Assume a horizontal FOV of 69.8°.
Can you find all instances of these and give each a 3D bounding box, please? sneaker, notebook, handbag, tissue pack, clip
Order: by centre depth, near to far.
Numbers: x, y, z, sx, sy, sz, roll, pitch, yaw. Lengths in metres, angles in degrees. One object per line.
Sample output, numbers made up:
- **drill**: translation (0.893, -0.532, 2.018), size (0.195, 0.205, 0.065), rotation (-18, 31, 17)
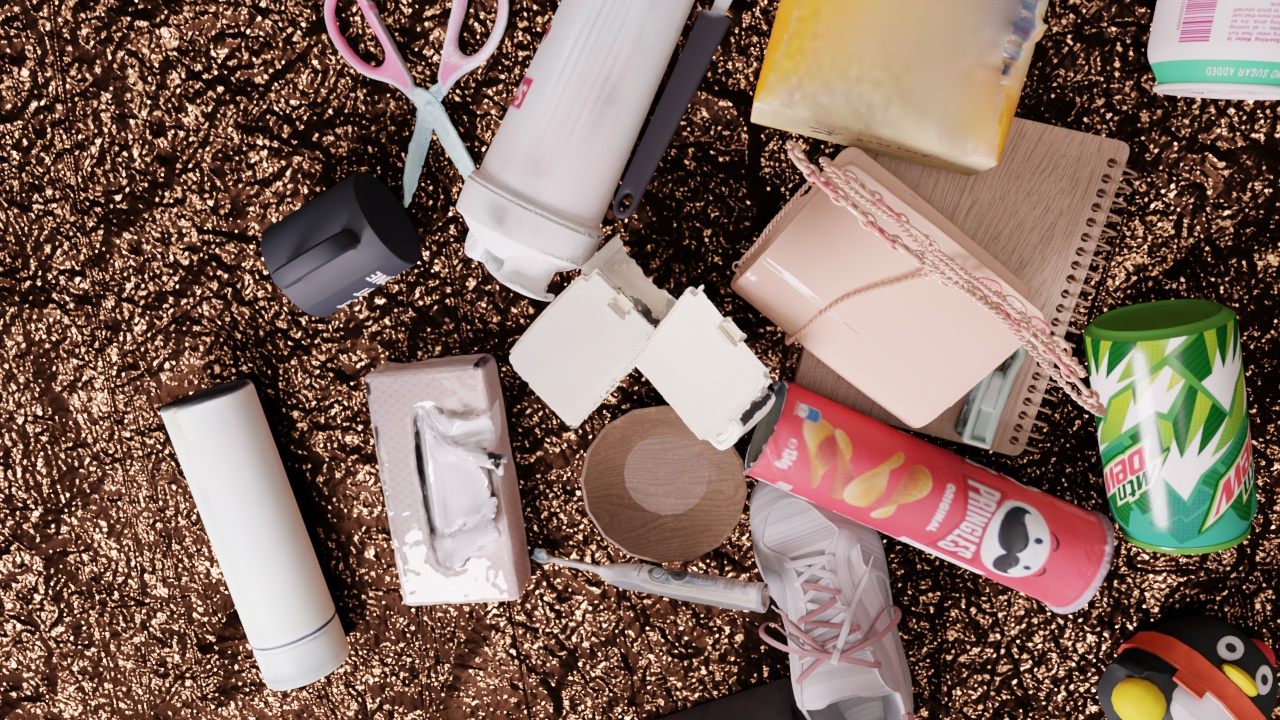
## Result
- **handbag**: translation (0.126, -0.024, 0.512), size (0.198, 0.186, 0.117), rotation (37, 116, -6)
- **clip**: translation (0.225, 0.018, 0.590), size (0.023, 0.047, 0.076), rotation (17, 101, 3)
- **notebook**: translation (0.209, -0.054, 0.603), size (0.169, 0.022, 0.211), rotation (14, 105, 5)
- **handbag**: translation (0.035, 0.327, 0.627), size (0.176, 0.195, 0.072), rotation (-23, 99, 12)
- **sneaker**: translation (0.136, 0.191, 0.636), size (0.099, 0.089, 0.236), rotation (-20, 100, 11)
- **tissue pack**: translation (-0.135, 0.089, 0.662), size (0.104, 0.071, 0.181), rotation (-4, 99, 9)

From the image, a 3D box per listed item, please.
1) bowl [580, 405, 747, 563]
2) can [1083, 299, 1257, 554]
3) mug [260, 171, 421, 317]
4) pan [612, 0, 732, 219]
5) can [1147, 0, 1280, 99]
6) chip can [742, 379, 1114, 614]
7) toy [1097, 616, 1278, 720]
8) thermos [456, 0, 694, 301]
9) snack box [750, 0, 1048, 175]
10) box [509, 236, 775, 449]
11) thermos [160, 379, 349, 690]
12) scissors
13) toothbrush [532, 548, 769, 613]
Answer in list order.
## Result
- **bowl**: translation (0.017, 0.085, 0.656), size (0.118, 0.030, 0.118), rotation (2, 103, 7)
- **can**: translation (0.333, 0.040, 0.577), size (0.083, 0.083, 0.144), rotation (-12, 102, 10)
- **mug**: translation (-0.204, -0.073, 0.608), size (0.077, 0.105, 0.071), rotation (-28, 104, 12)
- **pan**: translation (0.067, -0.239, 0.495), size (0.199, 0.021, 0.356), rotation (28, 97, 22)
- **can**: translation (0.342, -0.233, 0.506), size (0.088, 0.088, 0.166), rotation (6, 104, 6)
- **chip can**: translation (0.185, 0.088, 0.606), size (0.233, 0.073, 0.073), rotation (23, 105, -2)
- **toy**: translation (0.370, 0.217, 0.612), size (0.119, 0.100, 0.097), rotation (-41, 75, -8)
- **thermos**: translation (-0.040, -0.152, 0.582), size (0.099, 0.099, 0.220), rotation (26, 100, 0)
- **snack box**: translation (0.159, -0.220, 0.526), size (0.145, 0.080, 0.195), rotation (15, 97, 4)
- **box**: translation (-0.004, 0.003, 0.535), size (0.101, 0.194, 0.143), rotation (-43, 80, -12)
- **thermos**: translation (-0.286, 0.131, 0.690), size (0.068, 0.067, 0.230), rotation (-13, 102, 10)
- **scissors**: translation (-0.133, -0.193, 0.618), size (0.159, 0.014, 0.172), rotation (-28, 98, 13)
- **toothbrush**: translation (0.002, 0.155, 0.659), size (0.186, 0.022, 0.024), rotation (4, 130, 27)
